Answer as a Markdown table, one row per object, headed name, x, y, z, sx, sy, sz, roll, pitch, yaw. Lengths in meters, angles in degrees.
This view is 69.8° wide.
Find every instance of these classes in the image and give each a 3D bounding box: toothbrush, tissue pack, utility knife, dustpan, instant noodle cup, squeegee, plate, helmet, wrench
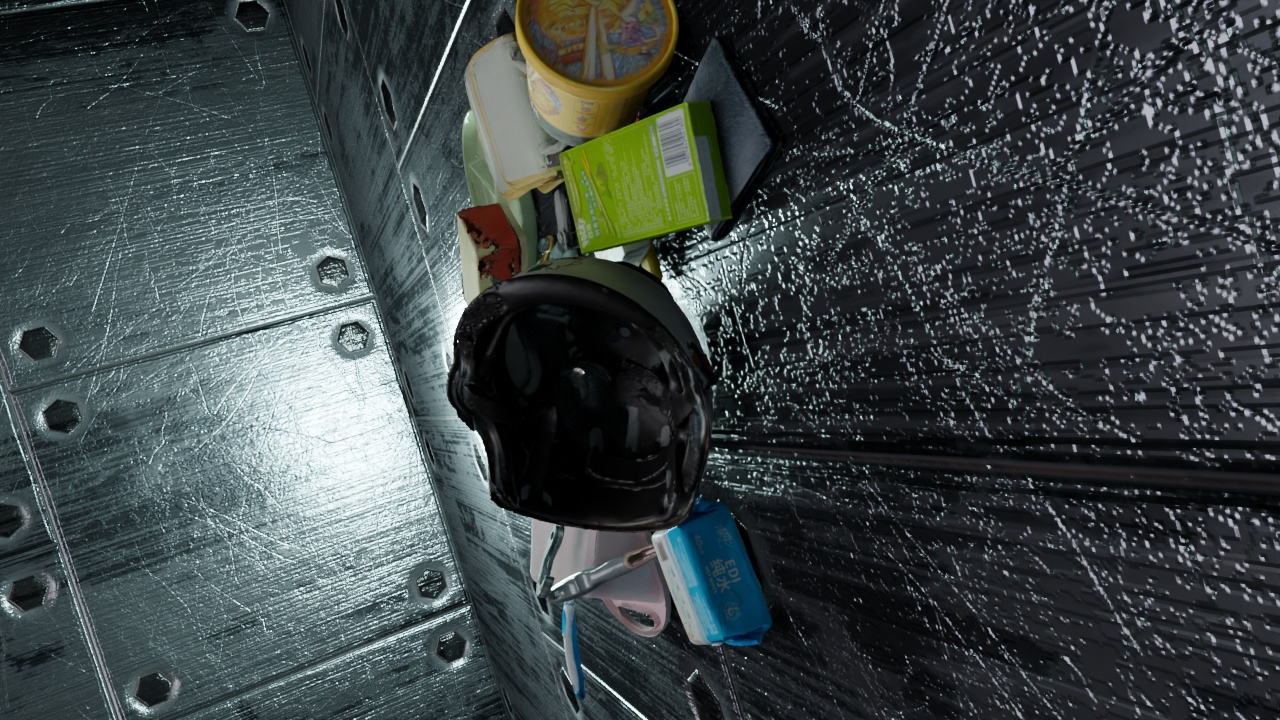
| name | x | y | z | sx | sy | sz | roll | pitch | yaw |
| --- | --- | --- | --- | --- | --- | --- | --- | --- | --- |
| toothbrush | -0.133 | -0.113 | 1.167 | 0.192 | 0.018 | 0.016 | 130 | 122 | -66 |
| tissue pack | 0.066 | 0.199 | 0.856 | 0.140 | 0.063 | 0.090 | 69 | 159 | 12 |
| utility knife | 0.001 | -0.119 | 0.834 | 0.033 | 0.015 | 0.195 | -170 | 63 | -74 |
| dustpan | -0.043 | 0.207 | 1.158 | 0.223 | 0.138 | 0.273 | -5 | 78 | 60 |
| instant noodle cup | -0.038 | -0.233 | 0.713 | 0.115 | 0.118 | 0.118 | 119 | 130 | -74 |
| squeegee | -0.011 | 0.216 | 0.994 | 0.250 | 0.040 | 0.247 | -32 | 73 | 33 |
| plate | -0.184 | -0.215 | 1.201 | 0.230 | 0.027 | 0.231 | 52 | 152 | 42 |
| helmet | -0.037 | 0.016 | 0.810 | 0.156 | 0.230 | 0.274 | -64 | -32 | -55 |
| wrench | -0.076 | 0.136 | 1.046 | 0.056 | 0.016 | 0.273 | -168 | 94 | -77 |

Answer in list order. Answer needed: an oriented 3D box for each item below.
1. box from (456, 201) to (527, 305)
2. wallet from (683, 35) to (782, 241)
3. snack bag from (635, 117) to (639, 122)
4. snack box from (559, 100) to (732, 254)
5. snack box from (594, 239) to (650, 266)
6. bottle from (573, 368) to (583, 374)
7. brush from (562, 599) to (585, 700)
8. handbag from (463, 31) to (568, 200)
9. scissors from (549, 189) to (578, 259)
| name | x | y | z | sx | sy | sz | roll | pitch | yaw |
| --- | --- | --- | --- | --- | --- | --- | --- | --- | --- |
| box | -0.194 | -0.109 | 1.162 | 0.091 | 0.080 | 0.169 | 59 | 156 | 33 |
| wallet | 0.056 | -0.157 | 0.663 | 0.097 | 0.019 | 0.121 | 65 | 155 | 18 |
| snack bag | 0.007 | -0.161 | 0.766 | 0.104 | 0.026 | 0.048 | 52 | 123 | 37 |
| snack box | 0.000 | -0.135 | 0.698 | 0.157 | 0.026 | 0.086 | -6 | 98 | 51 |
| snack box | -0.027 | -0.122 | 0.834 | 0.157 | 0.027 | 0.084 | 142 | 106 | -80 |
| bottle | -0.042 | 0.063 | 0.967 | 0.068 | 0.068 | 0.196 | 101 | 163 | -52 |
| brush | -0.089 | 0.300 | 1.267 | 0.061 | 0.109 | 0.314 | -19 | 91 | 68 |
| handbag | -0.127 | -0.265 | 0.984 | 0.179 | 0.063 | 0.163 | -4 | 104 | 65 |
| scissors | -0.091 | -0.120 | 1.063 | 0.132 | 0.019 | 0.186 | 18 | 121 | 65 |
